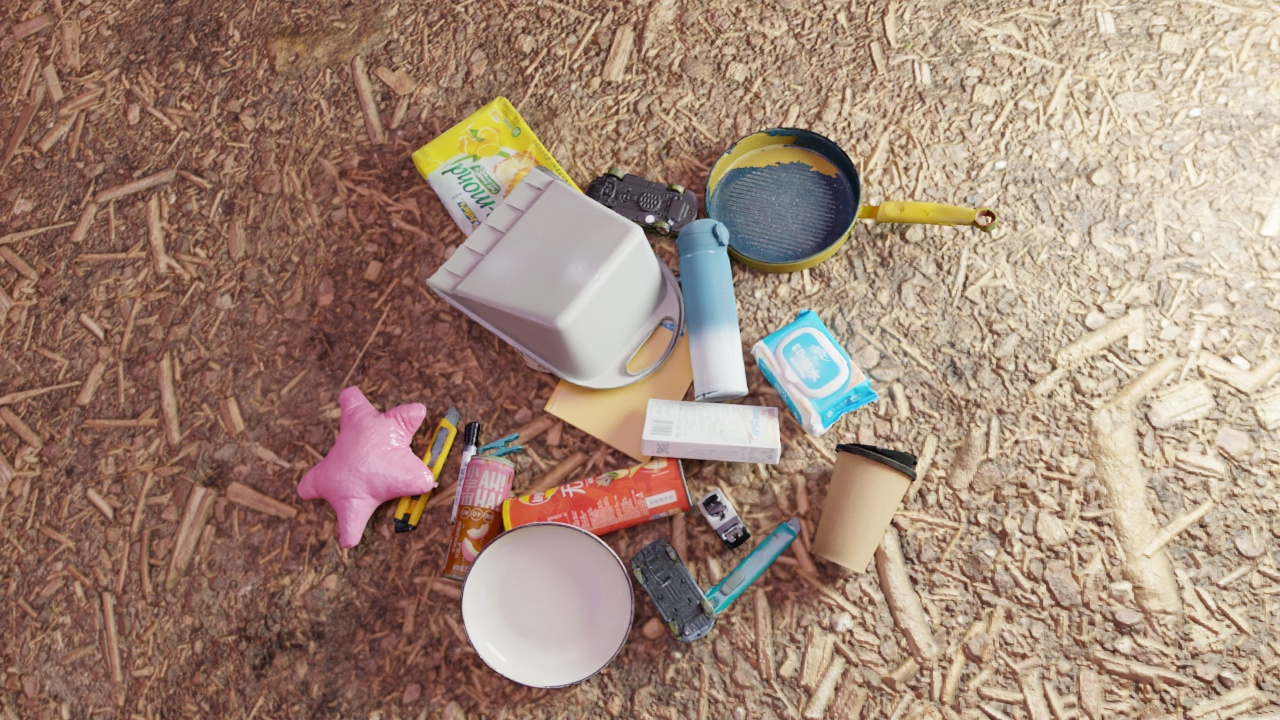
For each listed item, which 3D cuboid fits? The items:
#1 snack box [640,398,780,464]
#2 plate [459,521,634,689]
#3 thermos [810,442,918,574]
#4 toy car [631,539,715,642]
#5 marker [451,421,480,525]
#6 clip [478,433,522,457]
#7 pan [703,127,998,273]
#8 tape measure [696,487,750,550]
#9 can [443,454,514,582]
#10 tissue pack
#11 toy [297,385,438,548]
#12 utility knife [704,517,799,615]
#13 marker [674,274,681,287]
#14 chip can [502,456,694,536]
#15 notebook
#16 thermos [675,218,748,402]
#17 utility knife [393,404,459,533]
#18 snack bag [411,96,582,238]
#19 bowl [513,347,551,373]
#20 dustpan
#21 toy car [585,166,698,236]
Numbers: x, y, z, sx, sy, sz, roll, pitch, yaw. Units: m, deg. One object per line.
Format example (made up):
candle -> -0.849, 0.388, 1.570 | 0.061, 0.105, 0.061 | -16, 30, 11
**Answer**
snack box -> 0.082, 0.081, 1.066 | 0.157, 0.027, 0.084 | 4, 31, 4
plate -> -0.104, 0.270, 1.029 | 0.192, 0.039, 0.192 | 0, 97, -1
thermos -> 0.243, 0.159, 1.015 | 0.093, 0.093, 0.143 | 20, 83, 16
toy car -> 0.037, 0.260, 1.036 | 0.054, 0.037, 0.120 | -35, 65, -1
marker -> -0.217, 0.140, 1.135 | 0.023, 0.018, 0.130 | -6, 67, 34
clip -> -0.174, 0.109, 1.140 | 0.057, 0.014, 0.046 | -22, 70, 0
pan -> 0.253, -0.192, 1.140 | 0.358, 0.078, 0.197 | 14, 74, 14
tape measure -> 0.094, 0.179, 1.041 | 0.033, 0.066, 0.066 | -34, 70, -1
can -> -0.191, 0.189, 1.090 | 0.058, 0.058, 0.147 | 6, 72, 12
tissue pack -> 0.203, 0.014, 1.083 | 0.090, 0.063, 0.140 | -33, 68, -3
toy -> -0.329, 0.135, 1.124 | 0.179, 0.074, 0.194 | 16, 77, 20
utility knife -> 0.123, 0.236, 1.044 | 0.160, 0.013, 0.029 | -43, 69, -7
marker -> 0.029, -0.101, 1.180 | 0.124, 0.015, 0.018 | -5, 73, 6
chip can -> -0.049, 0.168, 1.066 | 0.217, 0.073, 0.073 | -16, 69, 4
notebook -> -0.007, 0.007, 1.134 | 0.146, 0.010, 0.206 | 27, 77, 5
thermos -> 0.085, -0.061, 1.113 | 0.070, 0.070, 0.220 | -7, 78, 7
utility knife -> -0.266, 0.135, 1.145 | 0.033, 0.015, 0.173 | 18, 74, 12
snack bag -> -0.185, -0.231, 1.234 | 0.158, 0.068, 0.246 | -35, 69, -5
bowl -> -0.115, -0.047, 1.161 | 0.113, 0.062, 0.113 | -3, 69, 8
dustpan -> -0.082, -0.086, 1.133 | 0.258, 0.143, 0.222 | 26, 67, 33
toy car -> 0.001, -0.205, 1.207 | 0.158, 0.042, 0.070 | 17, 74, 16
